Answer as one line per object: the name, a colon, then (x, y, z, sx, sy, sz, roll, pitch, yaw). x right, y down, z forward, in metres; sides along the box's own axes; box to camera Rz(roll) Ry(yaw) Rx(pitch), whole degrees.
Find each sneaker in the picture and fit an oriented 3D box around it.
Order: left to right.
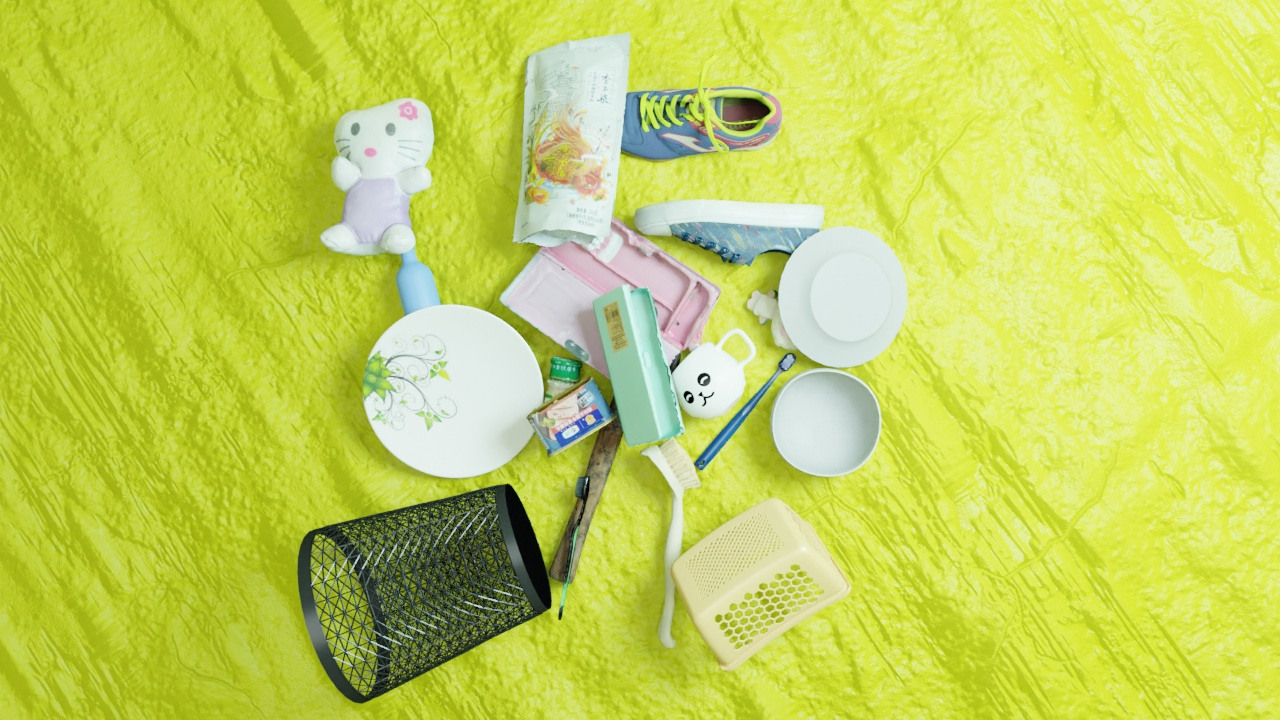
sneaker: (0.054, -0.310, 1.137, 0.242, 0.091, 0.116, 1, 93, 7)
sneaker: (0.109, -0.156, 1.138, 0.235, 0.087, 0.079, 2, 96, 3)

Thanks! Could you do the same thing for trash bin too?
trash bin: (-0.251, 0.267, 1.121, 0.243, 0.217, 0.217, -20, 88, -1)

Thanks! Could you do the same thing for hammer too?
hammer: (-0.058, 0.126, 1.183, 0.120, 0.033, 0.330, 20, 93, 10)

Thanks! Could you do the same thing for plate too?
plate: (-0.240, 0.039, 1.188, 0.229, 0.030, 0.229, -1, 103, -3)
plate: (0.253, -0.078, 1.122, 0.172, 0.019, 0.173, -1, 94, -14)

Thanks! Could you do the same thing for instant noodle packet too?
instant noodle packet: (-0.089, -0.277, 1.138, 0.147, 0.057, 0.269, -2, 77, 21)

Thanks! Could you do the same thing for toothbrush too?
toothbrush: (-0.088, 0.237, 1.165, 0.017, 0.014, 0.188, 12, 92, 24)
toothbrush: (0.134, 0.065, 1.166, 0.016, 0.017, 0.190, 40, 94, 5)

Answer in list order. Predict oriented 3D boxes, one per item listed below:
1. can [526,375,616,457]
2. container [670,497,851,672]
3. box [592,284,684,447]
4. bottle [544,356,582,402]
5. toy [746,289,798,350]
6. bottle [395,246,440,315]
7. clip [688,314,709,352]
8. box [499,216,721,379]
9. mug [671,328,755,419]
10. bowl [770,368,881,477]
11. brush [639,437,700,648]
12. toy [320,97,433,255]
can: (-0.087, 0.069, 1.134, 0.100, 0.054, 0.059, -32, 96, -3)
container: (0.148, 0.277, 1.119, 0.183, 0.129, 0.167, -35, 128, 5)
box: (-0.009, 0.007, 1.083, 0.077, 0.079, 0.188, -13, 85, 11)
bottle: (-0.103, 0.051, 1.179, 0.043, 0.042, 0.110, 10, 92, 6)
toy: (0.192, -0.057, 1.146, 0.112, 0.050, 0.087, 18, 91, -7)
bottle: (-0.292, -0.095, 1.195, 0.048, 0.048, 0.131, -15, 88, 6)
clip: (0.073, -0.038, 1.173, 0.022, 0.035, 0.057, 13, 97, 2)
box: (-0.037, -0.081, 1.157, 0.233, 0.055, 0.180, 37, 93, 10)
mug: (0.096, 0.017, 1.129, 0.076, 0.090, 0.124, 45, 112, 12)
bowl: (0.226, 0.075, 1.132, 0.132, 0.064, 0.132, 0, 90, 6)
brush: (0.038, 0.231, 1.163, 0.077, 0.062, 0.272, 0, 94, 10)
toy: (-0.326, -0.231, 1.168, 0.138, 0.085, 0.209, 1, 76, 8)
